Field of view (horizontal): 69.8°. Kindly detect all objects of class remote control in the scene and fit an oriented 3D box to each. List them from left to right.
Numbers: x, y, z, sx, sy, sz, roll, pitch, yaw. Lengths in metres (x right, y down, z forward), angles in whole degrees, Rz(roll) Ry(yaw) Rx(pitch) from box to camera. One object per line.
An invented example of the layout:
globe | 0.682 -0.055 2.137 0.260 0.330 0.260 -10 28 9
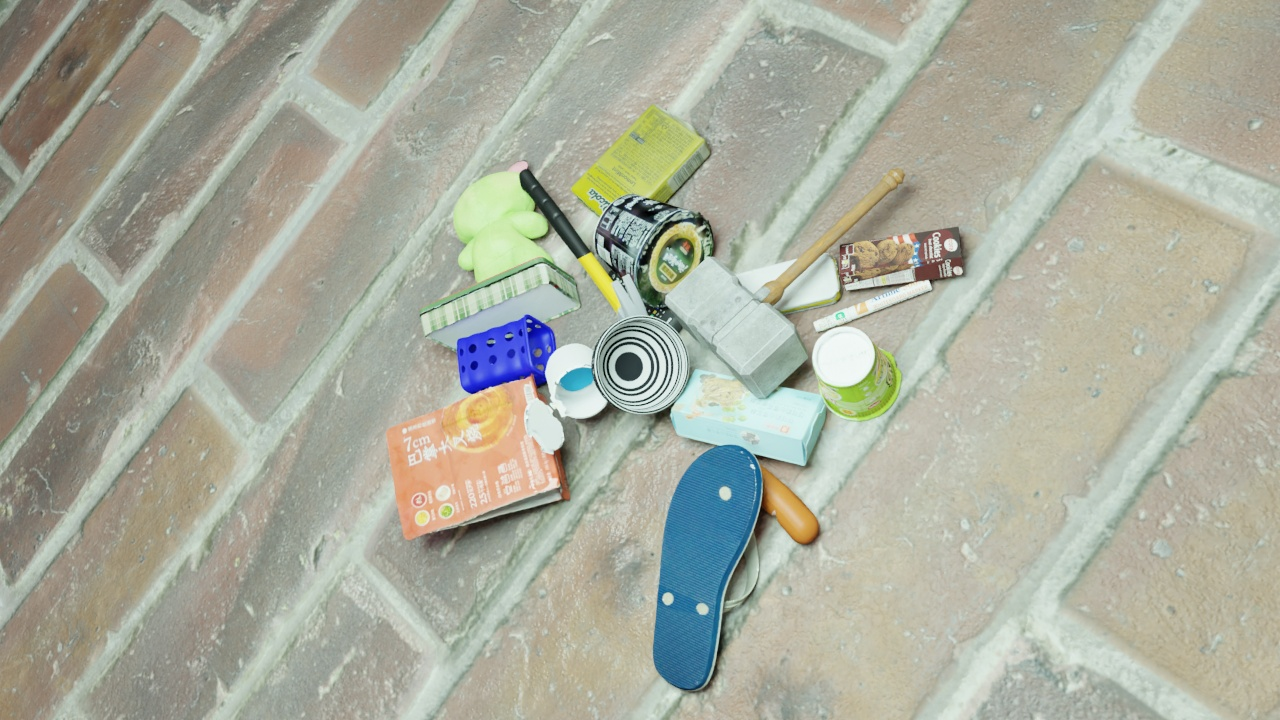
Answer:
remote control | -0.002 -0.077 1.257 0.147 0.015 0.033 38 90 29

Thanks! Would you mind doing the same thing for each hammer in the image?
hammer | -0.080 -0.146 1.243 0.029 0.127 0.323 -29 64 -15
hammer | 0.200 -0.121 1.106 0.317 0.083 0.162 -43 54 -1

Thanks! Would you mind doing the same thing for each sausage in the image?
sausage | 0.147 0.155 1.098 0.164 0.039 0.044 39 109 29

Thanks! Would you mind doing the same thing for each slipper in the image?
slipper | 0.080 0.242 1.091 0.118 0.060 0.295 13 91 32

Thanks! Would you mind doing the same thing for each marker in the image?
marker | 0.284 -0.067 1.127 0.146 0.017 0.017 -21 65 16

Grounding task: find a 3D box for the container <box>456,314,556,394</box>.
container | -0.185 -0.001 1.273 0.114 0.084 0.085 -17 68 19

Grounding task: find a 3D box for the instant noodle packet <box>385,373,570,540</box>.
instant noodle packet | -0.220 0.130 1.207 0.221 0.084 0.164 -17 66 -2

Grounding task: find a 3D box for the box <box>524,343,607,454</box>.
box | -0.097 0.047 1.179 0.126 0.084 0.155 -29 20 -2

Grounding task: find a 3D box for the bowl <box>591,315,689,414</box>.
bowl | -0.007 0.007 1.138 0.120 0.066 0.120 1 87 -17

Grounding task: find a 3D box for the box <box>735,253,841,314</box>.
box | 0.152 -0.085 1.181 0.210 0.037 0.064 -13 70 19

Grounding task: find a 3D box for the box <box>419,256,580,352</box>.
box | -0.196 -0.075 1.286 0.206 0.117 0.051 -23 67 17

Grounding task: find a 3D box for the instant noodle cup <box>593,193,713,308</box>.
instant noodle cup | 0.010 -0.155 1.217 0.112 0.137 0.137 35 88 37

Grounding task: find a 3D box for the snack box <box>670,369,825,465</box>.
snack box | 0.131 0.067 1.114 0.175 0.053 0.074 11 50 28

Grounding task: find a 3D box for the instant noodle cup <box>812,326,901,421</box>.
instant noodle cup | 0.245 0.011 1.067 0.099 0.108 0.098 -8 70 22

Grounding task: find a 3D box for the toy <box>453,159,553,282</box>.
toy | -0.210 -0.195 1.344 0.150 0.107 0.196 -29 72 14

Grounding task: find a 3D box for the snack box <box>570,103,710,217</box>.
snack box | 0.002 -0.269 1.306 0.181 0.045 0.121 -47 59 0

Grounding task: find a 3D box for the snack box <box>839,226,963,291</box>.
snack box | 0.316 -0.123 1.115 0.141 0.032 0.050 -7 49 22
